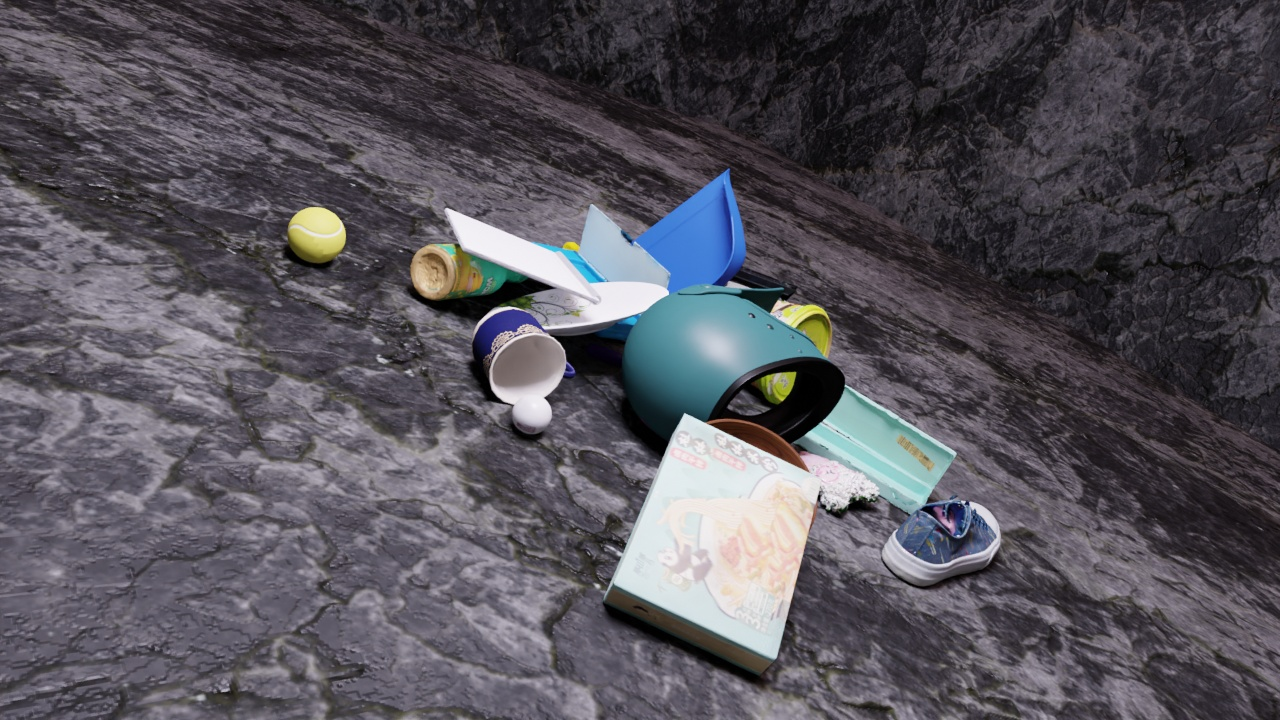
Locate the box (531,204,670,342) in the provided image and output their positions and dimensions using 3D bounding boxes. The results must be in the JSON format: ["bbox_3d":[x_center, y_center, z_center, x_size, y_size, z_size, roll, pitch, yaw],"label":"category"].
[{"bbox_3d":[-0.059,-0.134,1.311,0.093,0.115,0.243,7,28,-39],"label":"box"}]

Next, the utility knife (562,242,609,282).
[{"bbox_3d":[-0.061,-0.135,1.430,0.020,0.029,0.172,-12,43,-47],"label":"utility knife"}]

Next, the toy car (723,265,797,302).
[{"bbox_3d":[0.160,-0.104,1.533,0.191,0.094,0.071,17,53,-20],"label":"toy car"}]

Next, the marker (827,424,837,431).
[{"bbox_3d":[0.279,0.087,1.289,0.014,0.014,0.132,32,23,19],"label":"marker"}]

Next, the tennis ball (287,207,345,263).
[{"bbox_3d":[-0.382,-0.148,1.082,0.065,0.065,0.065,20,22,-9],"label":"tennis ball"}]

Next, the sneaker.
[{"bbox_3d":[0.361,0.191,1.049,0.087,0.079,0.235,38,26,32],"label":"sneaker"}]

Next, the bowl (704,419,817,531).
[{"bbox_3d":[0.090,0.137,0.894,0.147,0.069,0.147,9,51,-12],"label":"bowl"}]

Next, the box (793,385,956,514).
[{"bbox_3d":[0.298,0.103,1.169,0.188,0.093,0.077,33,22,19],"label":"box"}]

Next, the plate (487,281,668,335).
[{"bbox_3d":[-0.077,-0.057,1.150,0.229,0.030,0.229,-7,16,2],"label":"plate"}]

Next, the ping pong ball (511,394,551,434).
[{"bbox_3d":[-0.110,0.055,0.933,0.040,0.040,0.040,20,22,-9],"label":"ping pong ball"}]

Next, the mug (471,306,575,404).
[{"bbox_3d":[-0.128,-0.009,1.006,0.111,0.086,0.089,14,21,-37],"label":"mug"}]

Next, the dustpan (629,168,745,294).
[{"bbox_3d":[0.084,-0.113,1.368,0.059,0.246,0.257,-5,65,-58],"label":"dustpan"}]

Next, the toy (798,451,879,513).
[{"bbox_3d":[0.223,0.137,1.092,0.095,0.041,0.109,-3,29,-46],"label":"toy"}]

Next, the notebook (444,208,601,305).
[{"bbox_3d":[-0.156,-0.138,1.180,0.177,0.013,0.245,21,12,-23],"label":"notebook"}]

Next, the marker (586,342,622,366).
[{"bbox_3d":[-0.007,0.007,1.181,0.134,0.015,0.018,20,50,-9],"label":"marker"}]

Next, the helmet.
[{"bbox_3d":[0.100,0.000,1.073,0.274,0.177,0.200,-9,40,-38],"label":"helmet"}]

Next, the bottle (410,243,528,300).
[{"bbox_3d":[-0.208,-0.118,1.187,0.068,0.068,0.209,31,19,17],"label":"bottle"}]

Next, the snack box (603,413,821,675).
[{"bbox_3d":[0.068,0.153,0.795,0.141,0.044,0.193,25,48,1],"label":"snack box"}]

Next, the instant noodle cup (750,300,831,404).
[{"bbox_3d":[0.188,-0.021,1.281,0.098,0.146,0.146,28,20,37],"label":"instant noodle cup"}]
